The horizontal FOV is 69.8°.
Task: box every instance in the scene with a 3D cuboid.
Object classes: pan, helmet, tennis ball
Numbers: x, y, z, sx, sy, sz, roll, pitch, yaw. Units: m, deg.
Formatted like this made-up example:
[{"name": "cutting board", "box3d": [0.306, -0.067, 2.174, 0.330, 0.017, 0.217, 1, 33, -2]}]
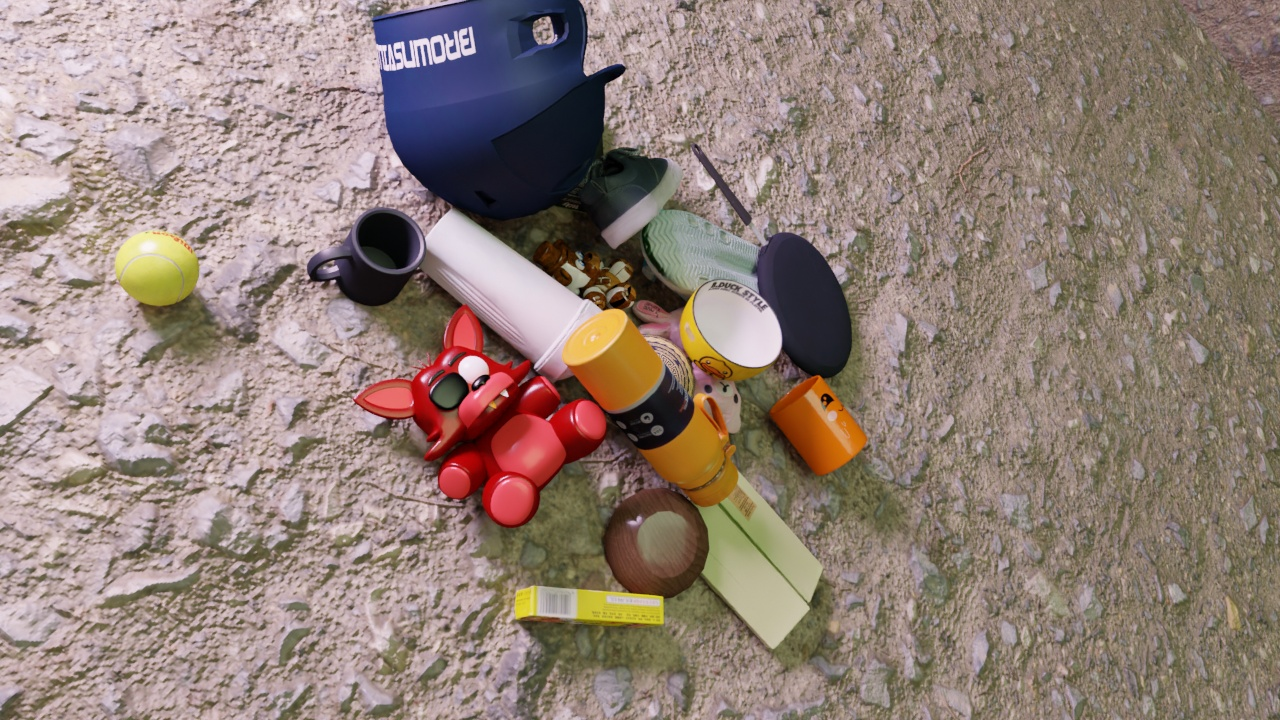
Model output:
[{"name": "pan", "box3d": [0.171, -0.131, 1.162, 0.356, 0.021, 0.198, 51, 42, -20]}, {"name": "helmet", "box3d": [-0.136, -0.264, 0.961, 0.271, 0.233, 0.223, -37, 124, -47]}, {"name": "tennis ball", "box3d": [-0.420, -0.080, 0.798, 0.065, 0.065, 0.065, 13, 64, -27]}]

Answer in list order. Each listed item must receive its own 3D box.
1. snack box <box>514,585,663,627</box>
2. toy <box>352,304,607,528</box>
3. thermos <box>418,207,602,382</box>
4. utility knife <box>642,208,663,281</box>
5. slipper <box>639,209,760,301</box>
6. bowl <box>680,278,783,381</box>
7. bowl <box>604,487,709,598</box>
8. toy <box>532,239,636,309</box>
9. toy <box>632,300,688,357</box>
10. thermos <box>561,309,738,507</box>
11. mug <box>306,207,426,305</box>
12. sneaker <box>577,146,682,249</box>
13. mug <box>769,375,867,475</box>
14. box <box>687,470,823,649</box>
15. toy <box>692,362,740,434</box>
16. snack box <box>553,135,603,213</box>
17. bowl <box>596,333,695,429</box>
[{"name": "snack box", "box3d": [-0.049, 0.245, 0.908, 0.147, 0.040, 0.028, 12, 65, -27]}, {"name": "toy", "box3d": [-0.148, 0.054, 0.885, 0.197, 0.121, 0.158, 44, 62, 0]}, {"name": "thermos", "box3d": [-0.127, -0.065, 0.961, 0.220, 0.100, 0.099, 39, 55, -8]}, {"name": "utility knife", "box3d": [0.021, -0.152, 1.137, 0.022, 0.015, 0.123, 33, 53, -32]}, {"name": "slipper", "box3d": [0.085, -0.108, 1.125, 0.245, 0.074, 0.104, 10, 65, -46]}, {"name": "bowl", "box3d": [0.094, -0.026, 1.032, 0.117, 0.068, 0.117, 15, 54, -22]}, {"name": "bowl", "box3d": [0.023, 0.192, 0.961, 0.117, 0.030, 0.117, 3, 81, -18]}, {"name": "toy", "box3d": [-0.065, -0.097, 1.029, 0.112, 0.067, 0.087, 34, 30, -30]}, {"name": "toy", "box3d": [0.042, -0.038, 1.082, 0.110, 0.047, 0.063, 10, 57, -25]}, {"name": "thermos", "box3d": [0.024, 0.051, 0.927, 0.233, 0.091, 0.076, 51, 8, -29]}, {"name": "mug", "box3d": [-0.270, -0.098, 0.891, 0.104, 0.078, 0.071, -14, 78, -35]}, {"name": "sneaker", "box3d": [-0.017, -0.201, 1.048, 0.087, 0.089, 0.235, 49, 23, -11]}, {"name": "mug", "box3d": [0.221, 0.075, 1.136, 0.096, 0.078, 0.112, 52, 22, -3]}, {"name": "box", "box3d": [0.122, 0.211, 1.030, 0.188, 0.047, 0.140, 49, 51, -4]}, {"name": "toy", "box3d": [0.082, 0.031, 1.069, 0.099, 0.053, 0.095, 21, 75, -26]}, {"name": "snack box", "box3d": [-0.085, -0.252, 1.105, 0.080, 0.025, 0.147, 8, 66, -29]}, {"name": "bowl", "box3d": [0.008, 0.024, 0.996, 0.112, 0.061, 0.112, 1, 83, -8]}]
